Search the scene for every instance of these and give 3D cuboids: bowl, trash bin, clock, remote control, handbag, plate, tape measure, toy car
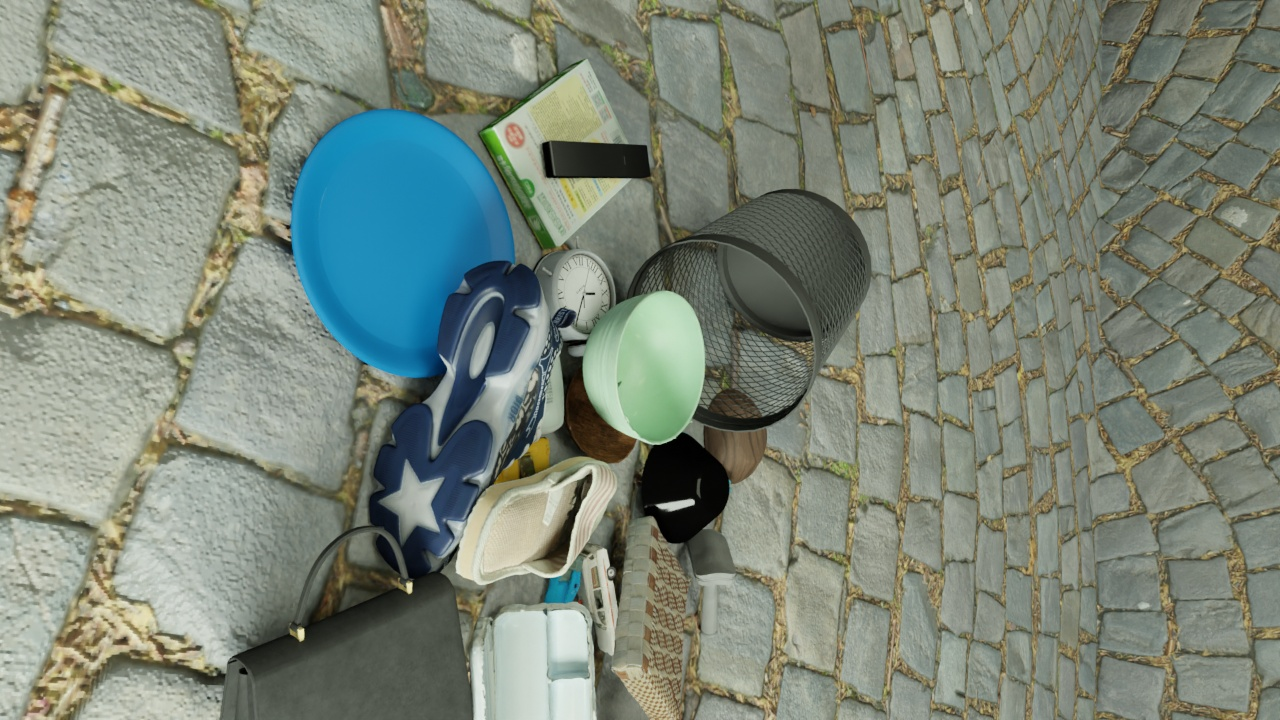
[{"bbox_3d":[0.061,0.140,1.006,0.123,0.053,0.124,7,81,-48],"label":"bowl"},{"bbox_3d":[-0.045,0.054,0.944,0.114,0.026,0.101,37,58,-41],"label":"bowl"},{"bbox_3d":[0.134,-0.070,1.032,0.226,0.218,0.218,-41,117,-49],"label":"trash bin"},{"bbox_3d":[-0.061,-0.056,0.929,0.094,0.035,0.123,-50,122,-40],"label":"clock"},{"bbox_3d":[0.127,0.094,1.142,0.119,0.032,0.119,7,81,-50],"label":"bowl"},{"bbox_3d":[-0.042,-0.204,0.938,0.149,0.013,0.034,-13,98,-49],"label":"remote control"},{"bbox_3d":[-0.206,0.211,0.655,0.175,0.072,0.196,-15,115,-50],"label":"handbag"},{"bbox_3d":[0.010,0.266,0.932,0.185,0.047,0.124,-82,154,-49],"label":"handbag"},{"bbox_3d":[-0.197,-0.097,0.777,0.224,0.024,0.224,6,83,-50],"label":"plate"},{"bbox_3d":[-0.102,0.015,0.877,0.060,0.028,0.114,-12,93,-51],"label":"remote control"},{"bbox_3d":[-0.113,0.104,0.855,0.068,0.030,0.059,-5,88,-50],"label":"tape measure"},{"bbox_3d":[-0.005,0.005,0.907,0.150,0.077,0.151,-6,98,-53],"label":"bowl"},{"bbox_3d":[-0.044,0.241,0.920,0.039,0.039,0.113,-10,95,-29],"label":"toy car"}]

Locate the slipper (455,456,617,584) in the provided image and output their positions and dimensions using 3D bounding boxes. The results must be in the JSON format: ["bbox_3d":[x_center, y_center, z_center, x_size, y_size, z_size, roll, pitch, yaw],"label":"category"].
[{"bbox_3d":[-0.074,0.139,0.808,0.262,0.052,0.115,4,106,-70],"label":"slipper"}]

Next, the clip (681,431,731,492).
[{"bbox_3d":[0.057,0.121,1.063,0.122,0.033,0.120,-24,101,-49],"label":"clip"}]

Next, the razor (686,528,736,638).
[{"bbox_3d":[0.080,0.267,1.052,0.088,0.047,0.116,-102,-169,-67],"label":"razor"}]

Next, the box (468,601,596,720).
[{"bbox_3d":[-0.088,0.325,0.790,0.129,0.105,0.210,-137,-136,-87],"label":"box"}]

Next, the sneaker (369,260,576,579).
[{"bbox_3d":[-0.129,0.058,0.784,0.132,0.103,0.269,35,73,-63],"label":"sneaker"}]

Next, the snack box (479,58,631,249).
[{"bbox_3d":[-0.076,-0.212,0.933,0.167,0.027,0.132,-50,123,-40],"label":"snack box"}]

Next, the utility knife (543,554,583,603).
[{"bbox_3d":[-0.090,0.291,0.865,0.015,0.031,0.220,98,3,-76],"label":"utility knife"}]
